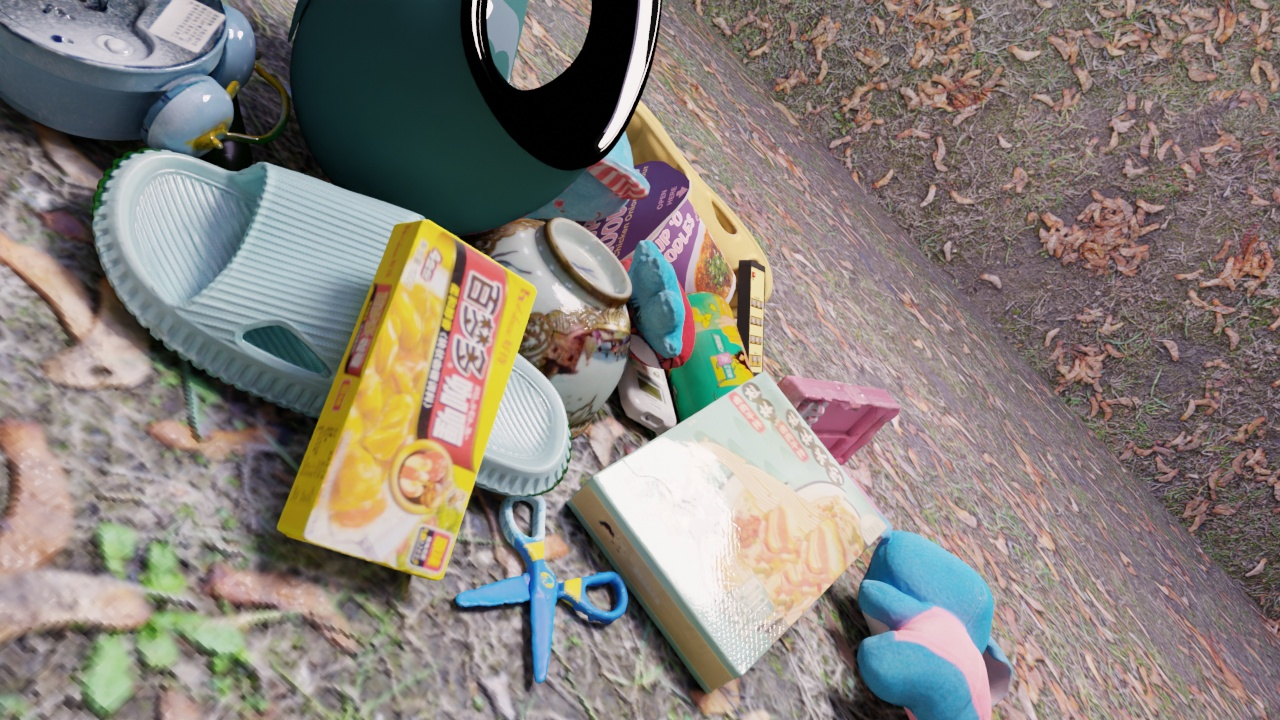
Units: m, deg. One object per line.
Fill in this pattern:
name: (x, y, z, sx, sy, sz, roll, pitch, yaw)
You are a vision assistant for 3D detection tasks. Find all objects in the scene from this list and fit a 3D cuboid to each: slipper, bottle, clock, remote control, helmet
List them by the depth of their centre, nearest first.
slipper: (-0.134, -0.018, 0.467, 0.276, 0.070, 0.115, 33, 46, -27)
clock: (-0.261, -0.162, 0.470, 0.162, 0.060, 0.117, 22, 44, -21)
bottle: (-0.237, -0.117, 0.518, 0.033, 0.033, 0.123, 17, 38, -49)
helmet: (-0.110, -0.205, 0.578, 0.176, 0.201, 0.274, 44, 54, -42)
bottle: (0.065, 0.043, 0.729, 0.068, 0.068, 0.209, 24, 39, -41)
remote control: (-0.004, 0.004, 0.731, 0.050, 0.022, 0.133, 32, 28, -32)
remote control: (0.103, -0.025, 0.856, 0.058, 0.013, 0.133, 1, 91, -69)
slipper: (0.022, -0.142, 0.899, 0.263, 0.100, 0.078, 54, 38, -5)

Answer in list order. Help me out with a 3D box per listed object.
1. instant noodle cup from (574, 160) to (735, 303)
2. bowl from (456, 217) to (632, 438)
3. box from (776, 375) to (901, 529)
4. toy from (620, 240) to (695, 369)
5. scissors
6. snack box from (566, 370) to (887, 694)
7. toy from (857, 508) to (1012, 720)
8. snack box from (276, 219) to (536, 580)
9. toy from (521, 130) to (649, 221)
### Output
instant noodle cup: (0.024, -0.092, 0.814, 0.122, 0.137, 0.121, 42, 50, -35)
bowl: (-0.063, -0.038, 0.610, 0.160, 0.094, 0.159, 37, 25, -21)
box: (0.185, 0.092, 0.827, 0.115, 0.107, 0.232, 49, 21, 27)
toy: (0.008, -0.037, 0.670, 0.092, 0.062, 0.133, 61, -7, 5)
scissors: (-0.054, 0.113, 0.491, 0.125, 0.016, 0.123, 7, 41, -55)
snack box: (0.064, 0.102, 0.604, 0.193, 0.044, 0.141, -27, 75, -45)
toy: (0.207, 0.202, 0.689, 0.224, 0.099, 0.190, 52, 29, -10)
snack box: (-0.103, 0.018, 0.426, 0.075, 0.025, 0.152, 32, 67, -42)
toy: (-0.086, -0.165, 0.743, 0.180, 0.115, 0.183, 19, 8, -35)
